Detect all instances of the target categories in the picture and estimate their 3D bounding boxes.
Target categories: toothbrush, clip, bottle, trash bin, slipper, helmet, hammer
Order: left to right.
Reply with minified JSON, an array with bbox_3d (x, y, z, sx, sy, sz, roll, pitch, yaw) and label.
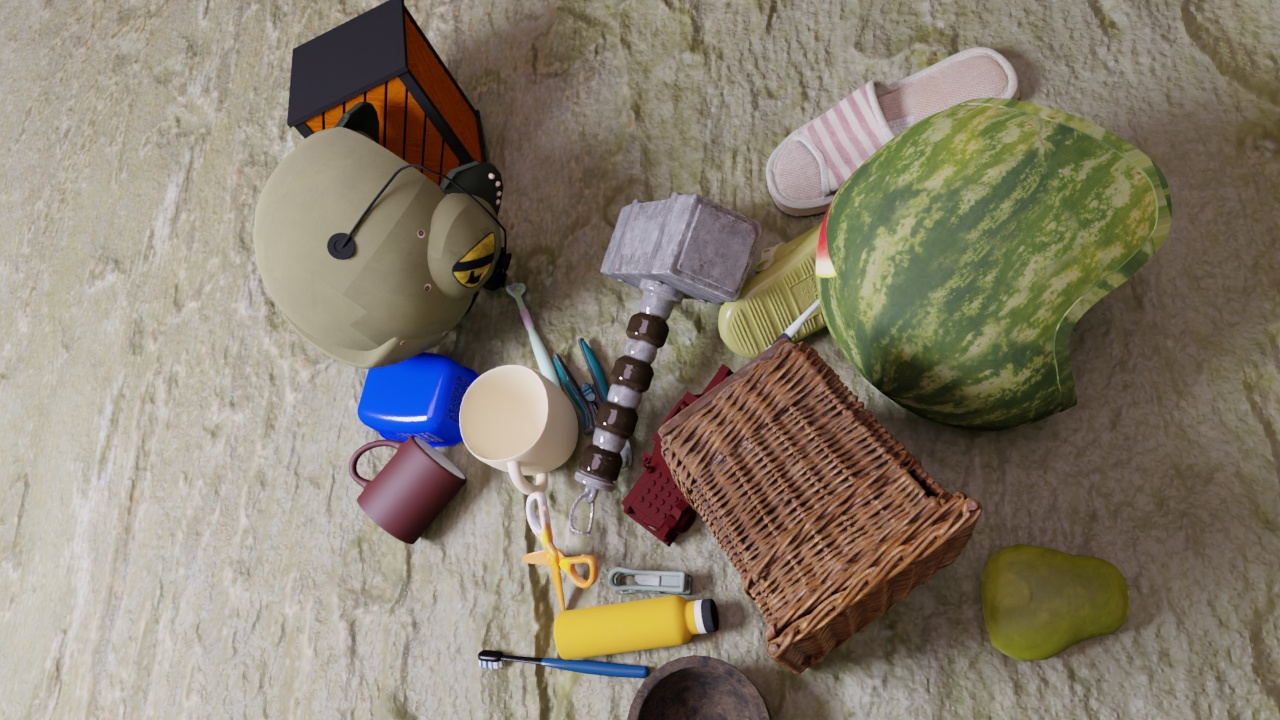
[{"bbox_3d":[-0.259,-0.111,0.917,0.250,0.255,0.232,30,81,24],"label":"helmet"},{"bbox_3d":[-0.280,-0.274,1.033,0.140,0.172,0.139,-22,51,10],"label":"trash bin"},{"bbox_3d":[-0.111,-0.022,0.976,0.022,0.015,0.154,-13,60,-21],"label":"toothbrush"},{"bbox_3d":[-0.073,0.280,0.842,0.168,0.014,0.014,0,103,17],"label":"toothbrush"},{"bbox_3d":[-0.005,0.005,0.863,0.177,0.079,0.326,13,84,66],"label":"hammer"},{"bbox_3d":[-0.003,0.236,0.818,0.144,0.043,0.043,-12,66,15],"label":"bottle"},{"bbox_3d":[0.009,0.202,0.838,0.076,0.044,0.023,-2,67,19],"label":"clip"},{"bbox_3d":[0.122,-0.007,0.826,0.186,0.017,0.012,-44,28,-7],"label":"toothbrush"},{"bbox_3d":[0.151,-0.074,0.876,0.190,0.091,0.081,-34,23,-6],"label":"slipper"},{"bbox_3d":[0.247,-0.233,0.912,0.263,0.052,0.115,-27,62,7],"label":"slipper"},{"bbox_3d":[0.264,-0.074,0.746,0.243,0.213,0.247,25,98,5],"label":"helmet"}]

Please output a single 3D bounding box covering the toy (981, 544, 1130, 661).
[{"bbox_3d":[0.324,0.188,0.716,0.110,0.051,0.090,-5,70,15],"label":"toy"}]

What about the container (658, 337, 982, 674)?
[{"bbox_3d":[0.125,0.112,0.697,0.162,0.250,0.183,-36,66,-2],"label":"container"}]

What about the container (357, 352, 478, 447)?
[{"bbox_3d":[-0.239,0.038,0.973,0.114,0.058,0.096,3,70,21],"label":"container"}]

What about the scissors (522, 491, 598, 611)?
[{"bbox_3d":[-0.080,0.178,0.849,0.126,0.011,0.131,-19,89,51],"label":"scissors"}]

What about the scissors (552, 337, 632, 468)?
[{"bbox_3d":[-0.050,0.043,0.927,0.146,0.019,0.133,10,75,22],"label":"scissors"}]

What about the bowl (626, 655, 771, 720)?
[{"bbox_3d":[0.054,0.310,0.761,0.121,0.056,0.121,-7,67,17],"label":"bowl"}]

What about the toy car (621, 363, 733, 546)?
[{"bbox_3d":[0.050,0.084,0.850,0.070,0.062,0.169,34,83,28],"label":"toy car"}]

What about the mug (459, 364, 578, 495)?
[{"bbox_3d":[-0.109,0.074,0.889,0.096,0.099,0.120,-16,67,15],"label":"mug"}]

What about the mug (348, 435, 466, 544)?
[{"bbox_3d":[-0.242,0.119,0.926,0.105,0.073,0.082,40,86,3],"label":"mug"}]
